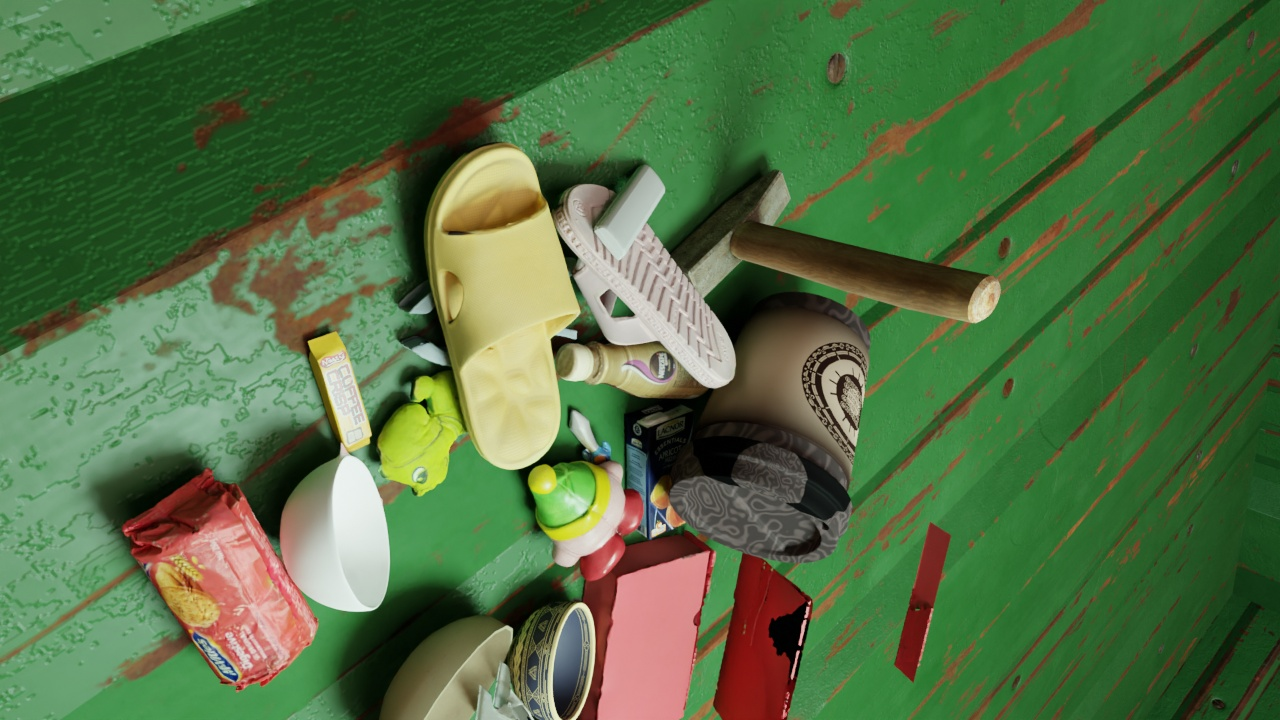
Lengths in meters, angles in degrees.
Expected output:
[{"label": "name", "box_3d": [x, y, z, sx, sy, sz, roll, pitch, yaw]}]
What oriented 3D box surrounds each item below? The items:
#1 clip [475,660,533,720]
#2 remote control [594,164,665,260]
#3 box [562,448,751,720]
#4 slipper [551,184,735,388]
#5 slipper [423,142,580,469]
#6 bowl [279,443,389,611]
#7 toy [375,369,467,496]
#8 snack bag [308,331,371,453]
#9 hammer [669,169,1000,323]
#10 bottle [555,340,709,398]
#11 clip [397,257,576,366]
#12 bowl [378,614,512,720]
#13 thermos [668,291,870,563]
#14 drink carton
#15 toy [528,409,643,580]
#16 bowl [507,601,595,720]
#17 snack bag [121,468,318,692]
[{"label": "clip", "box_3d": [-0.123, 0.318, 0.846, 0.056, 0.056, 0.102, 6, 137, -8]}, {"label": "remote control", "box_3d": [-0.006, -0.128, 0.774, 0.033, 0.012, 0.130, 51, 34, -18]}, {"label": "box", "box_3d": [-0.041, 0.262, 1.070, 0.197, 0.352, 0.217, -3, 110, -37]}, {"label": "slipper", "box_3d": [-0.003, -0.057, 0.808, 0.239, 0.065, 0.094, 45, 36, -31]}, {"label": "slipper", "box_3d": [-0.099, -0.029, 0.703, 0.099, 0.078, 0.264, -20, 120, -32]}, {"label": "bowl", "box_3d": [-0.230, 0.132, 0.681, 0.050, 0.114, 0.115, -11, 120, 1]}, {"label": "toy", "box_3d": [-0.173, 0.058, 0.740, 0.093, 0.036, 0.094, -32, 120, -33]}, {"label": "snack bag", "box_3d": [-0.225, 0.027, 0.690, 0.026, 0.020, 0.099, -27, 124, -33]}, {"label": "hammer", "box_3d": [0.172, -0.089, 0.801, 0.157, 0.301, 0.037, -45, 131, -20]}, {"label": "bottle", "box_3d": [-0.005, 0.005, 0.851, 0.165, 0.060, 0.060, 3, 105, -42]}, {"label": "clip", "box_3d": [-0.120, -0.023, 0.760, 0.162, 0.028, 0.112, -15, 117, -36]}, {"label": "bowl", "box_3d": [-0.176, 0.282, 0.793, 0.152, 0.050, 0.152, -54, 164, -23]}, {"label": "thermos", "box_3d": [0.139, 0.059, 0.902, 0.173, 0.173, 0.225, 53, 48, -41]}, {"label": "drink carton", "box_3d": [0.020, 0.108, 0.930, 0.064, 0.040, 0.130, -18, 118, -37]}, {"label": "toy", "box_3d": [-0.053, 0.125, 0.842, 0.131, 0.097, 0.124, 40, 75, -19]}, {"label": "bowl", "box_3d": [-0.092, 0.287, 0.879, 0.112, 0.061, 0.112, 2, 89, -72]}, {"label": "snack bag", "box_3d": [-0.288, 0.161, 0.648, 0.082, 0.082, 0.176, -34, 127, -28]}]
